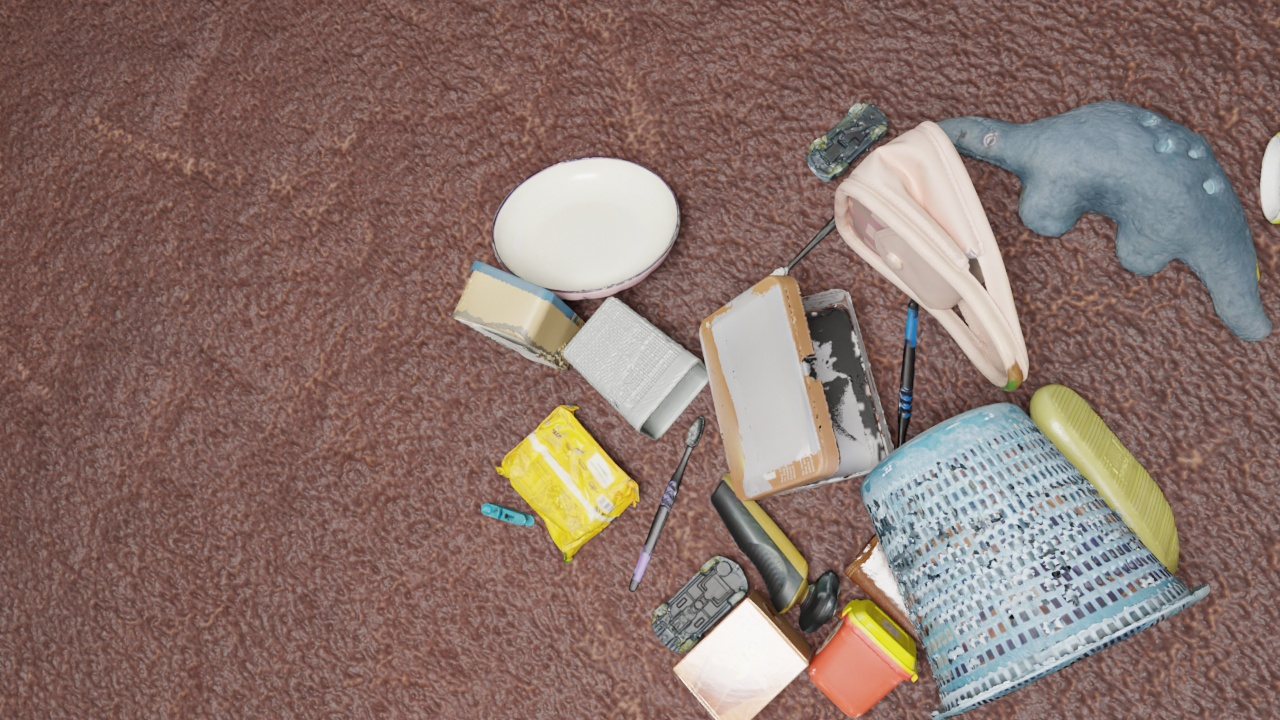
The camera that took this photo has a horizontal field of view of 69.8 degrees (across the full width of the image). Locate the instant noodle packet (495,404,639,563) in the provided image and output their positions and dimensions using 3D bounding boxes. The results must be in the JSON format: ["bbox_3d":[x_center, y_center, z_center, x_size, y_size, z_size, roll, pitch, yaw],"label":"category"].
[{"bbox_3d":[-0.070,0.122,0.923,0.111,0.044,0.128,-43,72,9],"label":"instant noodle packet"}]

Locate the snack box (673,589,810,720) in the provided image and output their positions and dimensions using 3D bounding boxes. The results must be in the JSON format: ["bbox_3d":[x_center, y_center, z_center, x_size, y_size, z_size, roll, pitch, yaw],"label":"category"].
[{"bbox_3d":[0.095,0.272,0.838,0.094,0.092,0.077,-45,75,2],"label":"snack box"}]

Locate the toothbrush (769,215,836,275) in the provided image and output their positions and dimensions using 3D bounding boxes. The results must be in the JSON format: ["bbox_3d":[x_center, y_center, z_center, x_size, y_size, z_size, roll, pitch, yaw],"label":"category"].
[{"bbox_3d":[0.192,-0.137,0.924,0.181,0.018,0.015,-44,72,1],"label":"toothbrush"}]

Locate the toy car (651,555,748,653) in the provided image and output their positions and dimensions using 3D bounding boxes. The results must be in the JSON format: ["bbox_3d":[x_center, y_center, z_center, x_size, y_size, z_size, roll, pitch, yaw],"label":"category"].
[{"bbox_3d":[0.058,0.233,0.884,0.105,0.031,0.049,-44,76,4],"label":"toy car"}]

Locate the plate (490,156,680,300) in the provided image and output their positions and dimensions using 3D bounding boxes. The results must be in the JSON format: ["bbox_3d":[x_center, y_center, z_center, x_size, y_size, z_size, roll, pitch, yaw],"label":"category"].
[{"bbox_3d":[-0.054,-0.130,0.935,0.192,0.039,0.192,-4,53,5],"label":"plate"}]

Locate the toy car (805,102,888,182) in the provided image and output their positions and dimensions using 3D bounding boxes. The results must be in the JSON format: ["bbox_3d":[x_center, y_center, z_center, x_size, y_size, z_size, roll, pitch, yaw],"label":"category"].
[{"bbox_3d":[0.208,-0.219,0.924,0.090,0.034,0.043,-44,73,0],"label":"toy car"}]

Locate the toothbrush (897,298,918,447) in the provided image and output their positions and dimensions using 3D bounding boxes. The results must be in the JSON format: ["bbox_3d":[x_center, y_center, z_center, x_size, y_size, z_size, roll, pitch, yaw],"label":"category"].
[{"bbox_3d":[0.256,0.031,0.883,0.014,0.016,0.189,7,81,7],"label":"toothbrush"}]

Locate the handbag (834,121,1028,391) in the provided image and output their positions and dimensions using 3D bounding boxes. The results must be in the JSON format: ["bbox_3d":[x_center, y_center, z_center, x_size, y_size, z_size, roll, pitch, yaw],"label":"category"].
[{"bbox_3d":[0.270,-0.077,0.812,0.093,0.193,0.234,-34,81,6],"label":"handbag"}]

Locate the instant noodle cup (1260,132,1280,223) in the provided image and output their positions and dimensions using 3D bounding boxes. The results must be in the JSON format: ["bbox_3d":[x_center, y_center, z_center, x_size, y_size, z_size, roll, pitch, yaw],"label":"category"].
[{"bbox_3d":[0.618,-0.161,0.795,0.123,0.111,0.111,1,81,19],"label":"instant noodle cup"}]

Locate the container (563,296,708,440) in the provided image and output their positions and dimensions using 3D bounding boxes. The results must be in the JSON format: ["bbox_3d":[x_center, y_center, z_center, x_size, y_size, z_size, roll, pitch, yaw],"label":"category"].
[{"bbox_3d":[-0.005,0.005,0.906,0.114,0.090,0.090,41,90,18],"label":"container"}]

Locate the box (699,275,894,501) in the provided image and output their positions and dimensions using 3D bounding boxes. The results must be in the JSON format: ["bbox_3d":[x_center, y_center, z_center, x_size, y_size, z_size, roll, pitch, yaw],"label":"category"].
[{"bbox_3d":[0.135,0.024,0.826,0.153,0.178,0.182,-15,79,8],"label":"box"}]

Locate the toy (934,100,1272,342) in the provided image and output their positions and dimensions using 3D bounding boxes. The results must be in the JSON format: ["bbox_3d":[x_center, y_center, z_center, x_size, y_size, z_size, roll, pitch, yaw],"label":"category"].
[{"bbox_3d":[0.440,-0.161,0.845,0.356,0.091,0.138,35,117,16],"label":"toy"}]

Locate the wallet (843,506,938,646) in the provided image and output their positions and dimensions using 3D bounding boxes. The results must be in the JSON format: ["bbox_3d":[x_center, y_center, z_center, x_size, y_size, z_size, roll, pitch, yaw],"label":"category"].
[{"bbox_3d":[0.265,0.185,0.848,0.101,0.032,0.124,41,89,14],"label":"wallet"}]

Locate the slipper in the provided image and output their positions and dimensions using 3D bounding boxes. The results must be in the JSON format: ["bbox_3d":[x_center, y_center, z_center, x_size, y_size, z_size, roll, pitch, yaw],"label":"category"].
[{"bbox_3d":[0.397,0.111,0.815,0.190,0.091,0.082,56,134,5],"label":"slipper"}]

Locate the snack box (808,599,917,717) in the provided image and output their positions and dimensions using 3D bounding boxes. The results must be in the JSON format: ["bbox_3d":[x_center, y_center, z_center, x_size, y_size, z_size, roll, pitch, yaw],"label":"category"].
[{"bbox_3d":[0.198,0.268,0.821,0.082,0.091,0.080,42,97,15],"label":"snack box"}]

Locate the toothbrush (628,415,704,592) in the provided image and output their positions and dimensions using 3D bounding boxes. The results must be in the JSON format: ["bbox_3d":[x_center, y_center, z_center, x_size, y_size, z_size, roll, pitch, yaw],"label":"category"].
[{"bbox_3d":[0.026,0.143,0.914,0.014,0.016,0.189,22,88,14],"label":"toothbrush"}]

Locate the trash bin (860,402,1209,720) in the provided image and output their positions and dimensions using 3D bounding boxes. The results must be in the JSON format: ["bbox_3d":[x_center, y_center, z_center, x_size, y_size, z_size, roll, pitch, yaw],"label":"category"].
[{"bbox_3d":[0.290,0.150,0.742,0.227,0.226,0.195,-28,65,6],"label":"trash bin"}]

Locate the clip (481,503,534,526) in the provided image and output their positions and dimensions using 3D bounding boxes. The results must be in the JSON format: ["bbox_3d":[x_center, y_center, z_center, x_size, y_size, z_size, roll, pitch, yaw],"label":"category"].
[{"bbox_3d":[-0.137,0.159,0.943,0.056,0.040,0.014,14,83,21],"label":"clip"}]

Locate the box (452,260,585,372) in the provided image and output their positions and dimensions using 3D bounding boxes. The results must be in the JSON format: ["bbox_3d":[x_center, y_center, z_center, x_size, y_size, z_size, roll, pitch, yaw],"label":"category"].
[{"bbox_3d":[-0.114,-0.039,0.887,0.090,0.184,0.061,23,83,9],"label":"box"}]

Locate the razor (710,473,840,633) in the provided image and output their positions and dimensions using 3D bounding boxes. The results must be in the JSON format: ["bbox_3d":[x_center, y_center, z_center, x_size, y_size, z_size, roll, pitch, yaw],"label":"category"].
[{"bbox_3d":[0.126,0.178,0.873,0.067,0.062,0.167,-28,68,-25],"label":"razor"}]
